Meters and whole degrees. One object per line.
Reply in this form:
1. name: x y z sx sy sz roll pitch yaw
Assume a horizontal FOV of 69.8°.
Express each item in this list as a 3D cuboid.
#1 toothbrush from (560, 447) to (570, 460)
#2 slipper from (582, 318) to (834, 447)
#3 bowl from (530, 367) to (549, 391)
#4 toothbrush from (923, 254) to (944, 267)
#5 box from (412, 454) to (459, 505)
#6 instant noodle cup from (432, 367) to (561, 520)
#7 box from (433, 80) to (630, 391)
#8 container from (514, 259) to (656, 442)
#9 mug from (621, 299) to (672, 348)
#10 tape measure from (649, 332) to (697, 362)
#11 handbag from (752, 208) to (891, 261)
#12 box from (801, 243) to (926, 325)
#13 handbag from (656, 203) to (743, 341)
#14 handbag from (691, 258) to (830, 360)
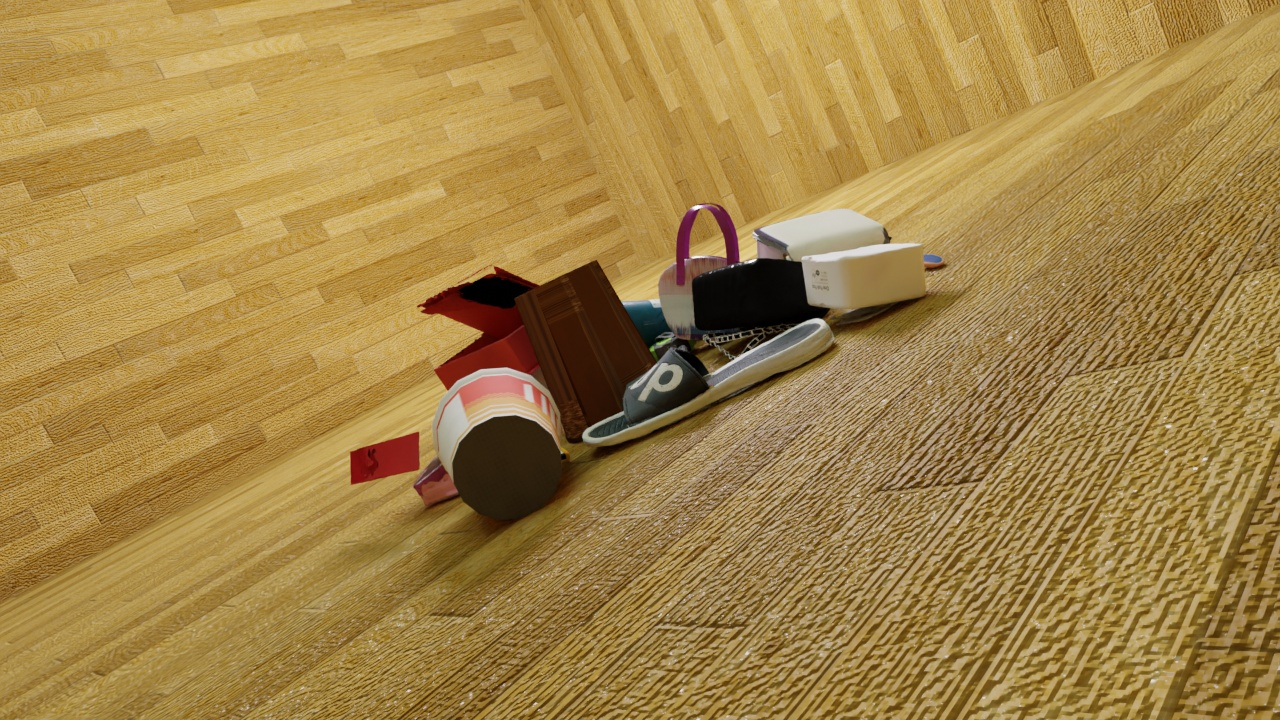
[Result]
1. toothbrush: -0.109 0.091 1.003 0.030 0.031 0.197 -14 8 -21
2. slipper: 0.058 0.010 0.902 0.264 0.063 0.111 -22 8 5
3. bowl: -0.142 0.023 1.279 0.151 0.075 0.150 -34 11 7
4. toothbrush: 0.320 -0.116 1.065 0.021 0.017 0.135 -24 8 -2
5. box: -0.195 0.096 1.103 0.085 0.063 0.230 -22 9 19
6. instant noodle cup: -0.126 0.080 0.836 0.123 0.123 0.121 -26 16 -6
7. box: -0.122 -0.140 1.202 0.213 0.128 0.424 -17 50 53
8. container: -0.058 -0.014 1.013 0.132 0.167 0.132 -25 8 4
9. mug: 0.023 -0.052 1.282 0.121 0.078 0.078 -9 4 -14
10. tape measure: 0.040 -0.020 1.226 0.059 0.036 0.065 -20 10 36
11. handbag: 0.242 -0.123 1.146 0.151 0.074 0.176 -17 29 -21
12. box: 0.232 -0.065 0.942 0.102 0.102 0.108 -9 11 -12
13. handbag: 0.085 -0.115 1.173 0.145 0.170 0.067 4 20 20
14. handbag: 0.144 -0.056 1.065 0.125 0.114 0.154 -3 -5 -24
